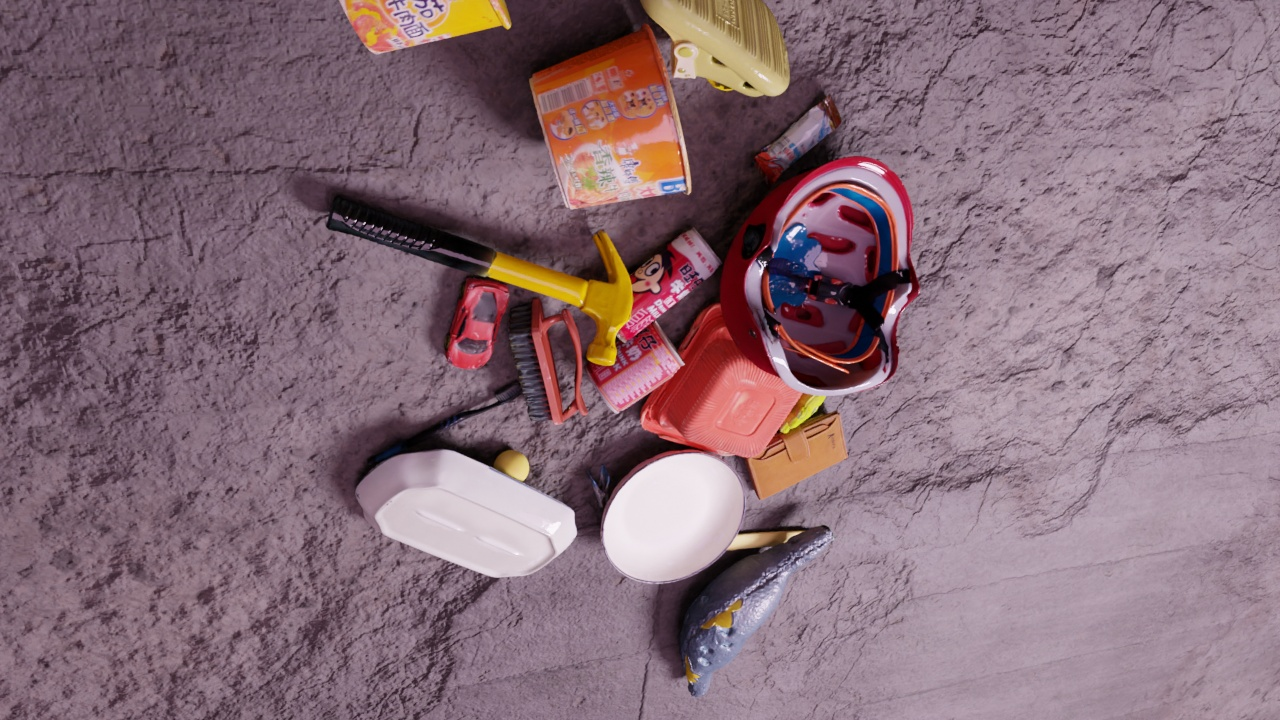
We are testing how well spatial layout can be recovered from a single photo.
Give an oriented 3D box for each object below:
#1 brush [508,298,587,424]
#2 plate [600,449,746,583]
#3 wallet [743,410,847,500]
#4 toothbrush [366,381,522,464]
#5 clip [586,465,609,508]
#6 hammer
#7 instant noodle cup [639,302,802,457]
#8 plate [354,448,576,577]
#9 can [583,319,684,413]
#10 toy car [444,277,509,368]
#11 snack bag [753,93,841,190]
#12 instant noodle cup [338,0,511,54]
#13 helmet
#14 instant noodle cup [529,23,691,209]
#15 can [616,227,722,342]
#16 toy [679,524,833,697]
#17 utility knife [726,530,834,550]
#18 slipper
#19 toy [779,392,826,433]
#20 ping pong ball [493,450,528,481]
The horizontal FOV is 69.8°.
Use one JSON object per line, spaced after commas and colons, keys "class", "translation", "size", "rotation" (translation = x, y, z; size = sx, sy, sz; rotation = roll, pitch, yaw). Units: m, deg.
{"class": "brush", "translation": [-0.094, 0.009, 0.975], "size": [0.069, 0.063, 0.146], "rotation": [-8, 127, 1]}
{"class": "plate", "translation": [0.037, 0.190, 1.147], "size": [0.192, 0.039, 0.193], "rotation": [-9, 117, -17]}
{"class": "wallet", "translation": [0.197, 0.116, 1.171], "size": [0.130, 0.035, 0.119], "rotation": [-25, 141, -2]}
{"class": "toothbrush", "translation": [-0.214, 0.069, 1.003], "size": [0.189, 0.014, 0.016], "rotation": [-26, 127, -1]}
{"class": "clip", "translation": [-0.049, 0.156, 1.118], "size": [0.043, 0.027, 0.058], "rotation": [-21, 132, -15]}
{"class": "hammer", "translation": [-0.145, -0.094, 0.879], "size": [0.300, 0.033, 0.128], "rotation": [17, 78, -20]}
{"class": "instant noodle cup", "translation": [0.105, 0.040, 1.060], "size": [0.164, 0.079, 0.189], "rotation": [17, 116, -29]}
{"class": "plate", "translation": [-0.195, 0.187, 1.051], "size": [0.162, 0.034, 0.265], "rotation": [-37, 128, 27]}
{"class": "can", "translation": [-0.006, 0.006, 1.003], "size": [0.094, 0.066, 0.066], "rotation": [-34, 128, 5]}
{"class": "toy car", "translation": [-0.168, -0.035, 0.939], "size": [0.049, 0.031, 0.106], "rotation": [10, 121, -25]}
{"class": "snack bag", "translation": [0.160, -0.222, 0.934], "size": [0.104, 0.026, 0.048], "rotation": [-38, 139, 8]}
{"class": "instant noodle cup", "translation": [-0.174, -0.304, 0.694], "size": [0.110, 0.138, 0.138], "rotation": [-19, 128, 2]}
{"class": "helmet", "translation": [0.174, -0.090, 0.960], "size": [0.206, 0.144, 0.240], "rotation": [9, 96, -29]}
{"class": "instant noodle cup", "translation": [-0.028, -0.206, 0.808], "size": [0.111, 0.151, 0.151], "rotation": [-16, 127, 0]}
{"class": "can", "translation": [0.019, -0.079, 0.962], "size": [0.133, 0.053, 0.053], "rotation": [-38, 127, 8]}
{"class": "toy", "translation": [0.133, 0.353, 1.279], "size": [0.137, 0.091, 0.357], "rotation": [13, 120, -41]}
{"class": "utility knife", "translation": [0.187, 0.250, 1.271], "size": [0.190, 0.020, 0.031], "rotation": [4, 127, -15]}
{"class": "slipper", "translation": [0.055, -0.295, 0.821], "size": [0.190, 0.091, 0.082], "rotation": [19, 154, -40]}
{"class": "toy", "translation": [0.195, 0.052, 1.099], "size": [0.031, 0.096, 0.100], "rotation": [36, 138, 4]}
{"class": "ping pong ball", "translation": [-0.147, 0.122, 1.046], "size": [0.040, 0.040, 0.040], "rotation": [-10, 125, -14]}
